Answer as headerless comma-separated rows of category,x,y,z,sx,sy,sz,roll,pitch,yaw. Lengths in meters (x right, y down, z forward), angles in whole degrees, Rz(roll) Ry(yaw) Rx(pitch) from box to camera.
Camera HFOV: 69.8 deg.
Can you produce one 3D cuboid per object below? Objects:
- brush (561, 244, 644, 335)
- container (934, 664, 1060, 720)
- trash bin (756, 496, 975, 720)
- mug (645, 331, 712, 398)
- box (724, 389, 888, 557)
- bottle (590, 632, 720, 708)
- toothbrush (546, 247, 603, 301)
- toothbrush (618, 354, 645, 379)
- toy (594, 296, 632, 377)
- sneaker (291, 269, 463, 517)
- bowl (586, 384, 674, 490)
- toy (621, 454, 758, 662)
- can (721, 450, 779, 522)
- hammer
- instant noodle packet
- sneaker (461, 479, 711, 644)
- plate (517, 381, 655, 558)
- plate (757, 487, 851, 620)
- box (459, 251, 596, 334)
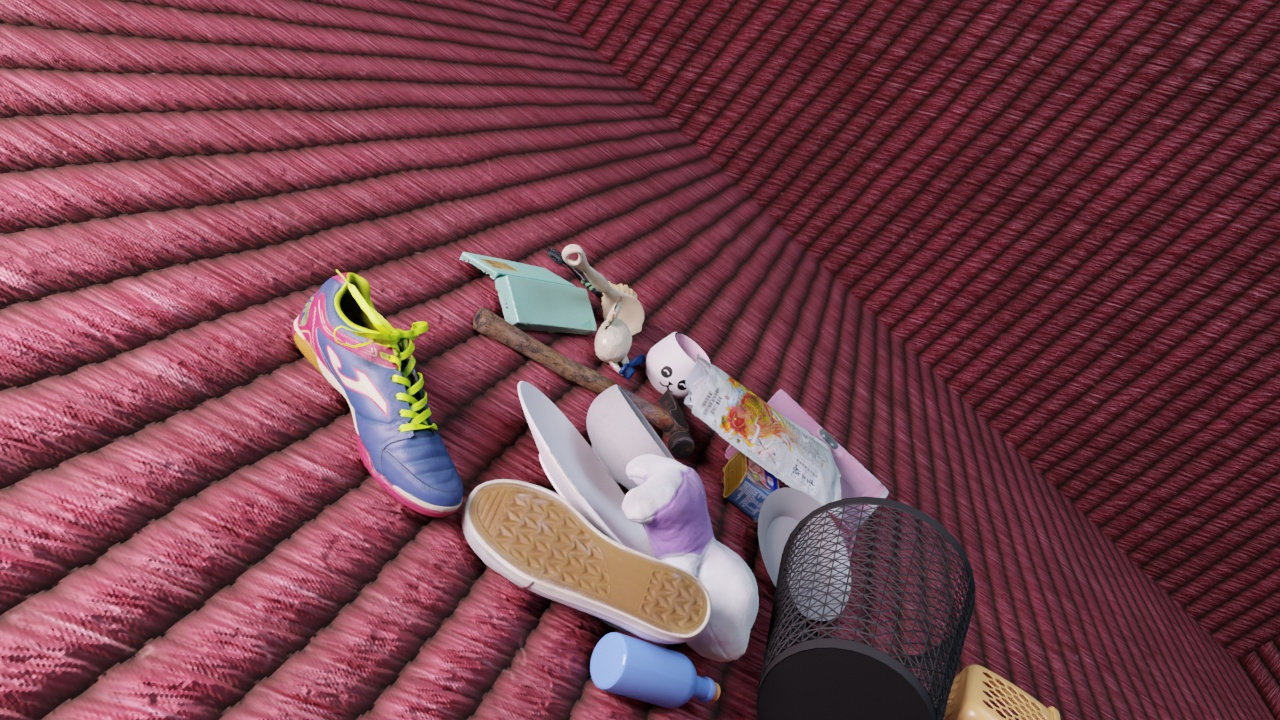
brush,-0.054,-0.102,1.266,0.077,0.062,0.272,55,3,22
container,0.347,0.428,0.920,0.167,0.184,0.129,40,20,10
trash bin,0.227,0.293,0.946,0.217,0.217,0.242,44,28,2
mug,0.064,0.021,1.319,0.124,0.076,0.090,39,22,-11
box,0.238,0.176,1.355,0.233,0.075,0.172,45,49,3
bottle,0.019,0.277,0.803,0.131,0.048,0.048,29,26,-33
toothbrush,-0.072,-0.108,1.407,0.188,0.014,0.017,41,35,-6
toothbrush,-0.007,0.007,1.244,0.017,0.016,0.190,39,8,2
toy,-0.036,-0.031,1.265,0.087,0.050,0.112,-55,132,-64
sneaker,-0.218,0.024,0.795,0.241,0.091,0.116,51,20,18
bowl,-0.014,0.098,1.029,0.132,0.064,0.132,54,1,-2
toy,0.053,0.191,0.903,0.209,0.085,0.137,63,8,-13
can,0.147,0.164,1.234,0.059,0.054,0.099,37,21,-10
hammer,-0.069,0.017,1.162,0.330,0.033,0.120,30,21,-30
instant noodle packet,0.178,0.099,1.260,0.269,0.057,0.146,34,34,-18
sneaker,-0.055,0.190,0.813,0.235,0.079,0.087,28,54,0
plate,-0.064,0.121,0.929,0.229,0.030,0.229,53,2,-4
plate,0.205,0.247,1.173,0.172,0.019,0.172,24,50,-32
box,-0.140,-0.094,1.222,0.138,0.056,0.186,57,23,17
